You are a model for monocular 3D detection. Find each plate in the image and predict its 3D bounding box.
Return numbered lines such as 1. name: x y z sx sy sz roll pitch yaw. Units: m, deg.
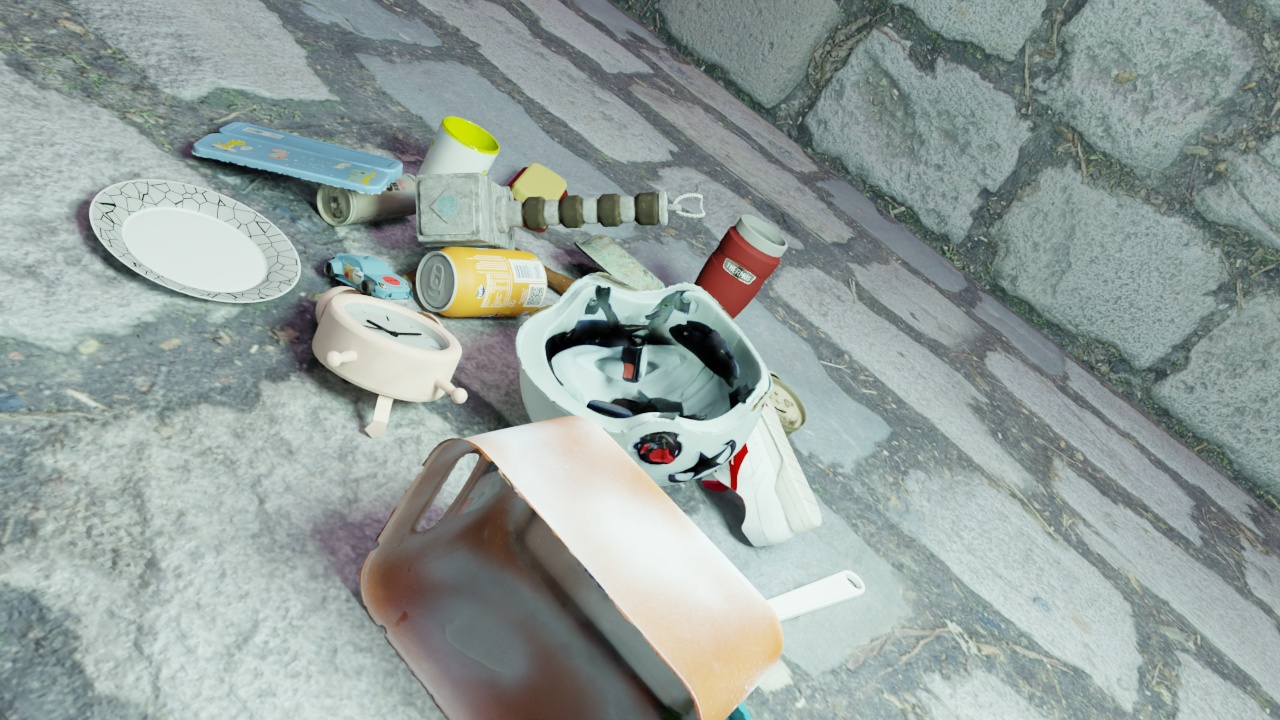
1. plate: -0.426 -0.111 0.886 0.188 0.016 0.188 27 28 -16

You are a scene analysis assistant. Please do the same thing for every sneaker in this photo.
1. sneaker: 0.110 0.100 1.043 0.090 0.104 0.236 33 32 -61

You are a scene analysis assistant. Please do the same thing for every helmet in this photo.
1. helmet: -0.008 0.039 0.953 0.263 0.164 0.236 -6 42 -27

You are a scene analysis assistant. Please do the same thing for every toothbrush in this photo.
1. toothbrush: -0.266 -0.090 1.037 0.016 0.016 0.166 35 26 3

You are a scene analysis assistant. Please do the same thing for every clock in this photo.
1. clock: 0.171 0.057 1.252 0.093 0.055 0.140 22 37 -23
2. clock: -0.244 -0.005 0.872 0.131 0.086 0.160 19 22 -29

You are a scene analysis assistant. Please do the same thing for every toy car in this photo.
1. toy car: -0.284 -0.092 0.963 0.108 0.027 0.060 24 18 32

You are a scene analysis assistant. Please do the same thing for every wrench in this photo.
1. wrench: 0.165 0.254 0.963 0.272 0.018 0.066 1 42 -49

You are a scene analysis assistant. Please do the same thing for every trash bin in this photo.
1. trash bin: -0.045 0.182 0.664 0.259 0.182 0.157 45 27 20

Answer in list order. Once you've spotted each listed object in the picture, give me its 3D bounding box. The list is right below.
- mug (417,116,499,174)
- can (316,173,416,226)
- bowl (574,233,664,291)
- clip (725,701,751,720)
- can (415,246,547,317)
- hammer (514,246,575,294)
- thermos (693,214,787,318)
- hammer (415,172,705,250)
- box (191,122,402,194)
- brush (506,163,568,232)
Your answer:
1. mug: -0.249 -0.260 1.233 0.082 0.106 0.082 27 28 -16
2. can: -0.320 -0.195 1.102 0.054 0.054 0.135 41 27 12
3. bowl: -0.021 -0.128 1.287 0.157 0.038 0.157 40 5 -4
4. clip: 0.054 0.278 0.792 0.103 0.027 0.120 -7 48 -50
5. can: -0.181 -0.090 1.061 0.142 0.079 0.079 -4 46 -52
6. hammer: -0.146 -0.127 1.218 0.323 0.033 0.115 30 29 -9
7. thermos: 0.121 -0.109 1.301 0.084 0.199 0.107 33 27 -5
8. hammer: -0.089 -0.174 1.074 0.326 0.079 0.177 -1 2 5
9. box: -0.385 -0.233 1.049 0.209 0.021 0.125 12 22 -4
10. brush: -0.158 -0.254 1.396 0.082 0.042 0.173 31 27 -8
